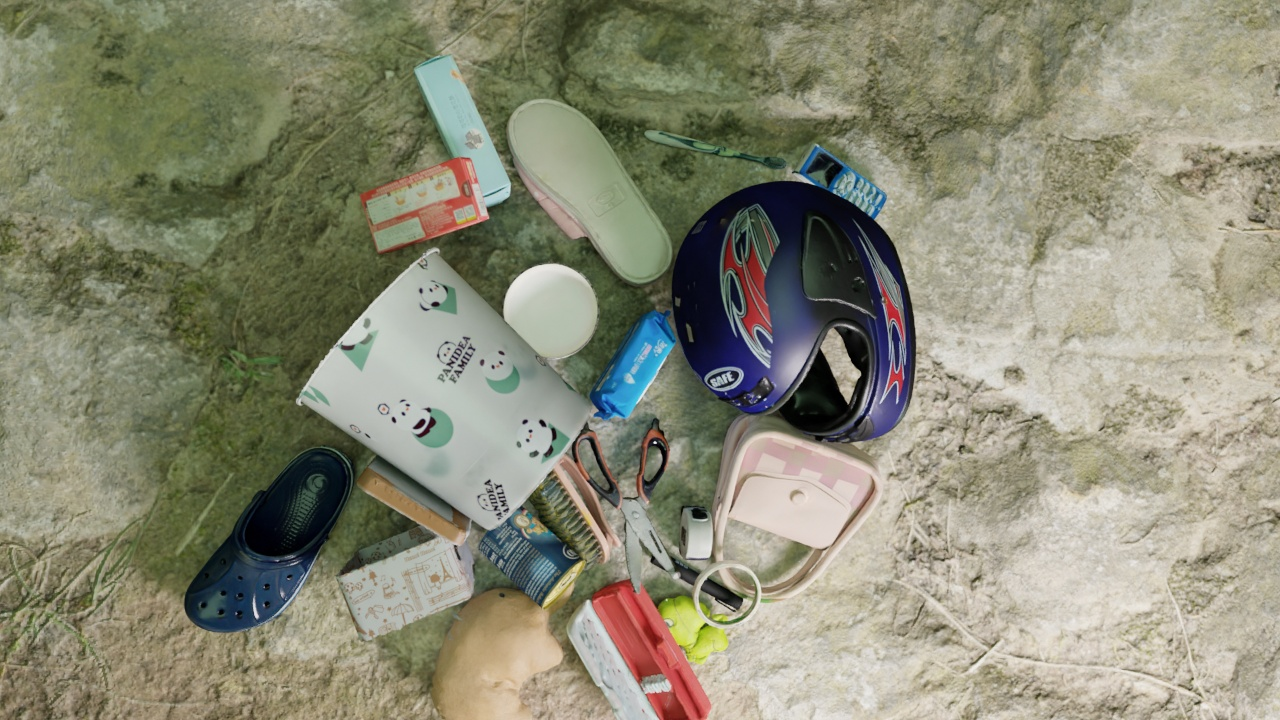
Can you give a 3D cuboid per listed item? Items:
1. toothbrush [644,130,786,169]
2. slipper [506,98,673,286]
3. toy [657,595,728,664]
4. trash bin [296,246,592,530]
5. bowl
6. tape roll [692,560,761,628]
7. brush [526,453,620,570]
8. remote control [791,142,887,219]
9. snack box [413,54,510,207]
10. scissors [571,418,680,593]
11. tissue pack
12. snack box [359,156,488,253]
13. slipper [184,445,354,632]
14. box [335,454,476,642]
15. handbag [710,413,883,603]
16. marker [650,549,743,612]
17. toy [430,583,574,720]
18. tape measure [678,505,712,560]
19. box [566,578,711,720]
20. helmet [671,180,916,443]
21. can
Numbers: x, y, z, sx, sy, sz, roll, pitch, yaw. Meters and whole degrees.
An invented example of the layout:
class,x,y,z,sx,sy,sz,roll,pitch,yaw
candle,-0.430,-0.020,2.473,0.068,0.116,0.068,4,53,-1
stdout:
class,x,y,z,sx,sy,sz,roll,pitch,yaw
toothbrush,0.098,-0.273,1.183,0.191,0.018,0.016,11,88,-8
slipper,-0.062,-0.207,1.140,0.114,0.054,0.274,-41,92,-7
toy,0.062,0.338,1.163,0.096,0.031,0.100,-30,98,-8
trash bin,-0.206,0.040,1.029,0.252,0.230,0.229,40,84,-7
bowl,-0.111,-0.059,1.125,0.116,0.066,0.116,0,89,-7
tape roll,0.107,0.292,1.144,0.085,0.014,0.086,-1,100,-8
brush,-0.081,0.188,1.132,0.072,0.063,0.145,-37,96,-37
remote control,0.261,-0.230,1.203,0.125,0.024,0.049,34,85,-8
snack box,-0.213,-0.273,1.108,0.051,0.074,0.175,-25,93,-9
scissors,-0.011,0.167,1.135,0.189,0.015,0.225,26,67,-9
tissue pack,-0.007,0.007,1.126,0.052,0.095,0.157,32,83,-8
snack box,-0.257,-0.182,1.085,0.153,0.025,0.075,-14,96,24
slipper,-0.423,0.213,1.064,0.105,0.095,0.252,37,81,-4
box,-0.269,0.186,1.041,0.154,0.183,0.185,-23,92,-8
handbag,0.179,0.196,1.166,0.193,0.093,0.234,21,97,-8
marker,0.071,0.281,1.171,0.132,0.020,0.022,31,80,-8
toy,-0.164,0.341,1.110,0.143,0.082,0.225,28,81,-14
tape measure,0.069,0.217,1.148,0.033,0.066,0.065,2,89,-7
box,-0.009,0.379,1.115,0.095,0.101,0.201,-27,95,36
helmet,0.161,-0.050,1.067,0.240,0.248,0.315,-7,79,-26
can,-0.132,0.233,1.098,0.111,0.075,0.075,38,84,15
